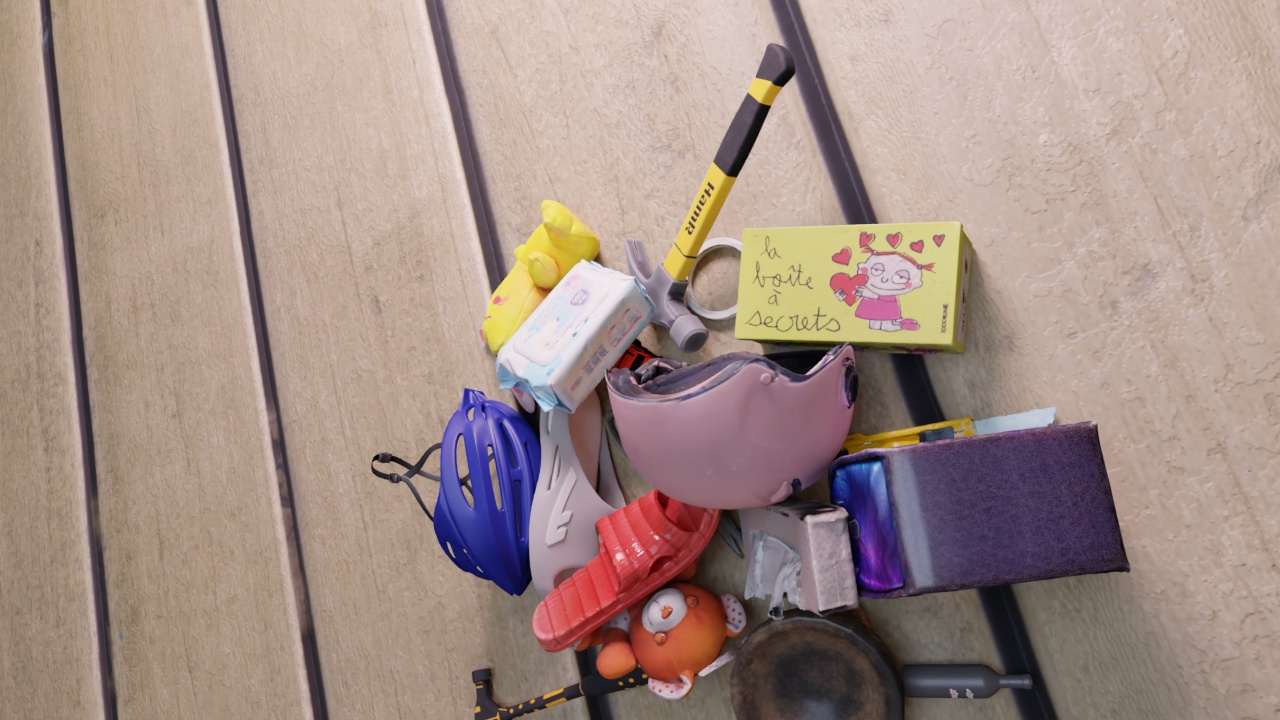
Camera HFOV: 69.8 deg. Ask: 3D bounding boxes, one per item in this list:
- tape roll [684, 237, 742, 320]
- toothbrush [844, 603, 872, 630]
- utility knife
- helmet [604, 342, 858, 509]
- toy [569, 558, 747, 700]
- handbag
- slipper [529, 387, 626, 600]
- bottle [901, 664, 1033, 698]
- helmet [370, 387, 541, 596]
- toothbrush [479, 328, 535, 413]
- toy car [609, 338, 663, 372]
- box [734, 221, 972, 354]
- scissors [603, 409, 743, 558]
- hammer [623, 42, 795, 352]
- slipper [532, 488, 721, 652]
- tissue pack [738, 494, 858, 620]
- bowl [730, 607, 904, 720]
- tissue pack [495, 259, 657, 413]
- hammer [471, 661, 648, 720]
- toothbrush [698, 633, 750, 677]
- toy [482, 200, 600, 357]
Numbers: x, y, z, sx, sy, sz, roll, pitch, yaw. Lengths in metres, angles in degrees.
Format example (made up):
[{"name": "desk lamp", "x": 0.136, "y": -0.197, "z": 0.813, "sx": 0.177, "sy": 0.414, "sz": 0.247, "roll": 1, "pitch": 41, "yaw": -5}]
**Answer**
[{"name": "tape roll", "x": 0.090, "y": -0.091, "z": 1.029, "sx": 0.093, "sy": 0.013, "sz": 0.093, "roll": -4, "pitch": 82, "yaw": 28}, {"name": "toothbrush", "x": 0.181, "y": 0.195, "z": 0.938, "sx": 0.015, "sy": 0.015, "sz": 0.184, "roll": -40, "pitch": 65, "yaw": 23}, {"name": "utility knife", "x": 0.290, "y": 0.072, "z": 0.898, "sx": 0.219, "sy": 0.019, "sz": 0.030, "roll": -14, "pitch": 86, "yaw": 23}, {"name": "helmet", "x": 0.099, "y": 0.059, "z": 0.882, "sx": 0.231, "sy": 0.254, "sz": 0.152, "roll": -9, "pitch": 94, "yaw": 31}, {"name": "toy", "x": 0.015, "y": 0.263, "z": 0.949, "sx": 0.163, "sy": 0.093, "sz": 0.173, "roll": -46, "pitch": 41, "yaw": -20}, {"name": "handbag", "x": 0.276, "y": 0.129, "z": 0.782, "sx": 0.205, "sy": 0.222, "sz": 0.125, "roll": -8, "pitch": 78, "yaw": 3}, {"name": "slipper", "x": -0.060, "y": 0.142, "z": 1.027, "sx": 0.081, "sy": 0.113, "sz": 0.265, "roll": -5, "pitch": 74, "yaw": 29}, {"name": "bottle", "x": 0.302, "y": 0.296, "z": 0.848, "sx": 0.113, "sy": 0.030, "sz": 0.030, "roll": -10, "pitch": 78, "yaw": 27}, {"name": "helmet", "x": -0.210, "y": 0.156, "z": 1.076, "sx": 0.228, "sy": 0.147, "sz": 0.241, "roll": -10, "pitch": 78, "yaw": 22}, {"name": "toothbrush", "x": -0.166, "y": 0.012, "z": 1.153, "sx": 0.022, "sy": 0.016, "sz": 0.135, "roll": -42, "pitch": 68, "yaw": 18}, {"name": "toy car", "x": -0.006, "y": 0.006, "z": 1.047, "sx": 0.100, "sy": 0.048, "sz": 0.051, "roll": 34, "pitch": 99, "yaw": 28}, {"name": "box", "x": 0.211, "y": -0.071, "z": 0.923, "sx": 0.221, "sy": 0.082, "sz": 0.124, "roll": 6, "pitch": 85, "yaw": 28}, {"name": "scissors", "x": 0.040, "y": 0.127, "z": 1.009, "sx": 0.134, "sy": 0.016, "sz": 0.228, "roll": -36, "pitch": 79, "yaw": 37}, {"name": "hammer", "x": 0.074, "y": -0.178, "z": 0.968, "sx": 0.169, "sy": 0.034, "sz": 0.325, "roll": 56, "pitch": 132, "yaw": 38}, {"name": "slipper", "x": -0.021, "y": 0.198, "z": 0.940, "sx": 0.249, "sy": 0.059, "sz": 0.103, "roll": -40, "pitch": 27, "yaw": 0}, {"name": "tissue pack", "x": 0.137, "y": 0.183, "z": 0.866, "sx": 0.071, "sy": 0.181, "sz": 0.104, "roll": -7, "pitch": 91, "yaw": -16}, {"name": "bowl", "x": 0.172, "y": 0.311, "z": 0.879, "sx": 0.162, "sy": 0.070, "sz": 0.162, "roll": 2, "pitch": 96, "yaw": 21}, {"name": "tissue pack", "x": -0.076, "y": -0.027, "z": 1.014, "sx": 0.112, "sy": 0.070, "sz": 0.181, "roll": 27, "pitch": 71, "yaw": 45}, {"name": "hammer", "x": -0.062, "y": 0.372, "z": 1.033, "sx": 0.321, "sy": 0.036, "sz": 0.123, "roll": -26, "pitch": 66, "yaw": 24}, {"name": "toothbrush", "x": 0.087, "y": 0.281, "z": 0.881, "sx": 0.010, "sy": 0.181, "sz": 0.010, "roll": 29, "pitch": 94, "yaw": 22}, {"name": "toy", "x": -0.122, "y": -0.093, "z": 1.104, "sx": 0.194, "sy": 0.087, "sz": 0.134, "roll": -61, "pitch": 19, "yaw": 3}]
